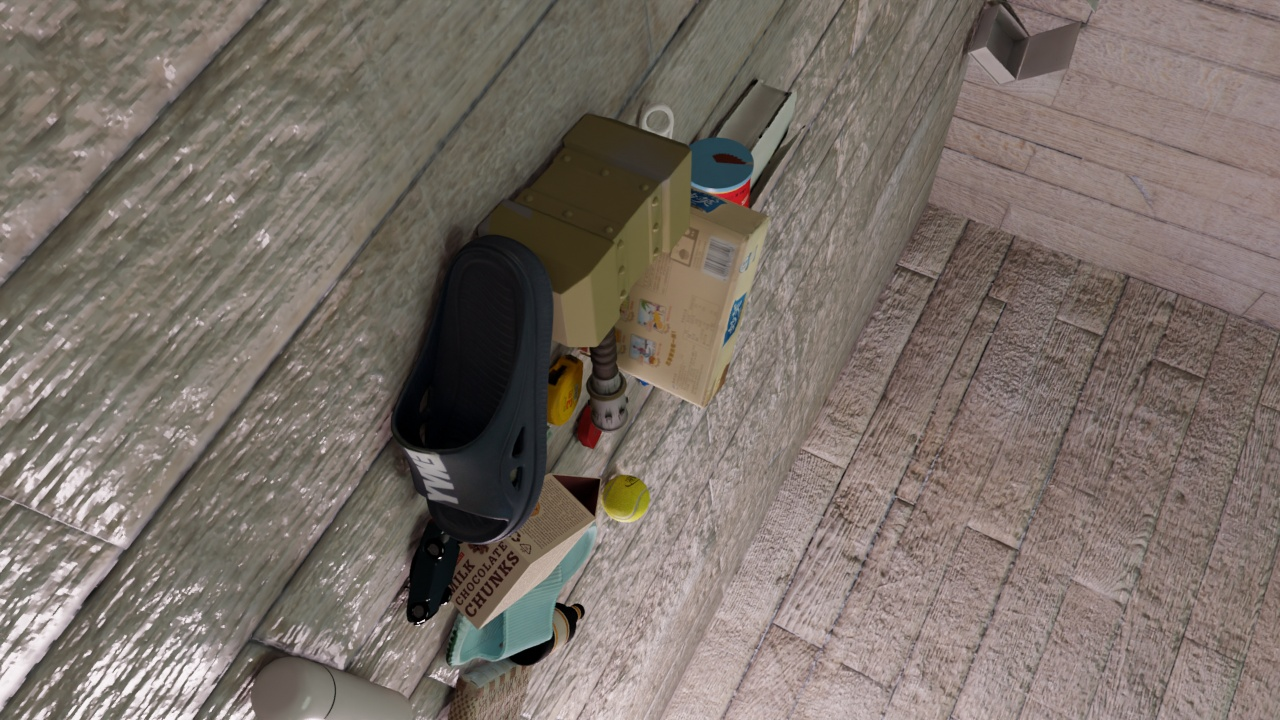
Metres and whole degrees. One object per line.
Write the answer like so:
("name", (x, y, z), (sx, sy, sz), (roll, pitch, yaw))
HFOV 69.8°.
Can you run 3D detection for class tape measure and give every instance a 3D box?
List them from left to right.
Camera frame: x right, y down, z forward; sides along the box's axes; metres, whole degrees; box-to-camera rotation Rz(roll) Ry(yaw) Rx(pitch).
("tape measure", (-0.085, 0.036, 0.934), (0.058, 0.030, 0.068), (-45, 149, -48))
("tape measure", (-0.056, 0.069, 1.082), (0.051, 0.019, 0.058), (72, 38, -62))

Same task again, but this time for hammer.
("hammer", (-0.037, -0.035, 0.842), (0.189, 0.101, 0.325), (-54, 158, -31))

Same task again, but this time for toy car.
("toy car", (-0.188, 0.187, 0.832), (0.046, 0.034, 0.112), (-28, 139, -63))

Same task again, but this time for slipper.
("slipper", (-0.129, 0.040, 0.691), (0.083, 0.111, 0.269), (-33, 140, -54))
("slipper", (-0.118, 0.265, 1.067), (0.275, 0.069, 0.116), (-30, 138, -54))

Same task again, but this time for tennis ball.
("tennis ball", (-0.020, 0.190, 1.267), (0.065, 0.065, 0.065), (-54, 159, -32))

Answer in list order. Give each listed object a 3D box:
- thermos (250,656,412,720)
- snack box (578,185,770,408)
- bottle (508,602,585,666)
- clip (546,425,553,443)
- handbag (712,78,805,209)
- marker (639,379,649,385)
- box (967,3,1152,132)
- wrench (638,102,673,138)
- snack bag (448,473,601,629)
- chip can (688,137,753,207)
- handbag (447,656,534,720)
("thermos", (-0.250, 0.286, 0.759), (0.052, 0.052, 0.224), (-58, 161, -20))
("snack box", (0.027, -0.071, 0.906), (0.055, 0.153, 0.208), (-46, 155, -48))
("bottle", (-0.117, 0.353, 1.218), (0.059, 0.059, 0.181), (-67, 162, 5))
("clip", (-0.118, 0.095, 0.923), (0.075, 0.043, 0.023), (-57, 159, -21))
("handbag", (0.141, -0.237, 1.145), (0.151, 0.074, 0.176), (-55, 161, -29))
("marker", (-0.007, 0.007, 1.151), (0.013, 0.013, 0.142), (-62, 162, -10))
("box", (1.216, -0.845, 2.650), (0.234, 0.529, 0.166), (66, 44, -70))
("wrench", (0.008, -0.134, 0.945), (0.018, 0.066, 0.274), (-110, -161, -49))
("snack bag", (-0.111, 0.181, 0.945), (0.094, 0.070, 0.206), (-52, 168, 21))
("chip can", (0.086, -0.153, 1.082), (0.086, 0.087, 0.214), (-55, 159, -29))
("handbag", (-0.192, 0.429, 1.131), (0.185, 0.047, 0.124), (18, 89, -72))
